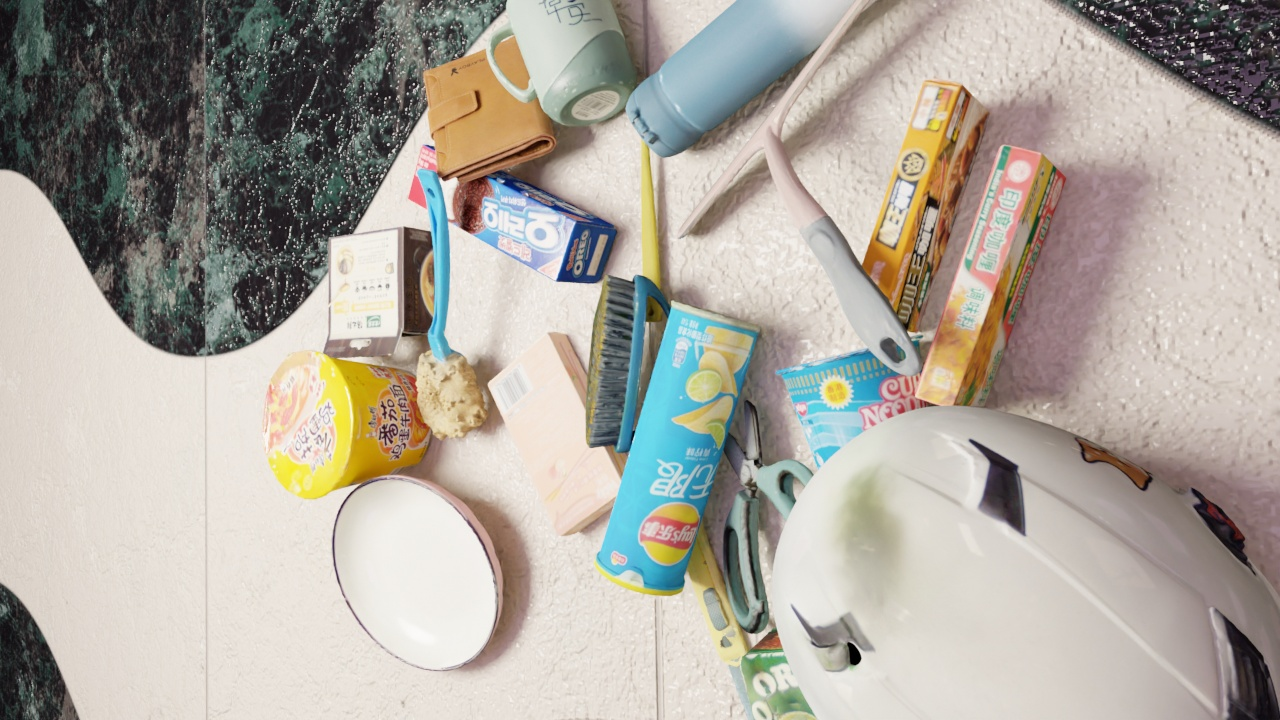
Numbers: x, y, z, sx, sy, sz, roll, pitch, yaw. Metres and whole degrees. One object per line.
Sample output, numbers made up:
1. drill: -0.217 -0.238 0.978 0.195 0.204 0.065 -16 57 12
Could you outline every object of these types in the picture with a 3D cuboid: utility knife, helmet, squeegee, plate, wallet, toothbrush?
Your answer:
1. utility knife: 0.062 0.191 0.709 0.031 0.022 0.212 -30 77 33
2. helmet: 0.177 0.134 0.449 0.230 0.156 0.274 -51 55 8
3. squeegee: 0.113 -0.090 0.585 0.248 0.040 0.249 -50 44 36
4. plate: -0.203 0.194 0.857 0.193 0.039 0.192 7 106 25
5. wallet: -0.134 -0.220 0.801 0.108 0.031 0.131 -18 58 8
6. toothbrush: 0.009 -0.126 0.750 0.016 0.016 0.190 -3 88 34

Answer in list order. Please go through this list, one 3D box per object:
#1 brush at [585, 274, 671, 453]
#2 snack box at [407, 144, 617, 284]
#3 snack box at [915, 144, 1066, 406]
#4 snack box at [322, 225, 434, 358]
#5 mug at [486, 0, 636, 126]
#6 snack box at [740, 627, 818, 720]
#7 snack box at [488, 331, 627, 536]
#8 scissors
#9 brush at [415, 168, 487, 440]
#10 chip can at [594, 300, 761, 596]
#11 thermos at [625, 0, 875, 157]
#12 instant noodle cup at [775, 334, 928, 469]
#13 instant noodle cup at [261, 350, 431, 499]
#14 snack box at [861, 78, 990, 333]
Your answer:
1. brush: -0.004 0.004 0.725 0.073 0.055 0.144 6 102 -6
2. snack box: -0.117 -0.132 0.812 0.207 0.057 0.058 30 109 31
3. snack box: 0.216 -0.047 0.565 0.027 0.077 0.156 22 102 32
4. snack box: -0.262 -0.065 0.913 0.113 0.053 0.125 -1 89 35
5. mug: -0.067 -0.251 0.752 0.111 0.082 0.106 -18 80 -3
6. snack box: 0.190 0.221 0.567 0.241 0.063 0.114 -14 88 29
7. snack box: -0.068 0.063 0.792 0.085 0.026 0.157 -38 69 28
8. scissors: 0.086 0.125 0.661 0.170 0.019 0.181 -126 41 -53
9. brush: -0.176 -0.042 0.817 0.083 0.045 0.255 21 119 44
10. chip can: 0.027 0.065 0.687 0.071 0.071 0.210 20 97 33
11. thermos: 0.082 -0.232 0.668 0.221 0.070 0.070 -34 71 29
12. instant noodle cup: 0.151 0.047 0.606 0.099 0.099 0.110 -17 87 33
13. instant noodle cup: -0.278 0.060 0.887 0.138 0.109 0.138 0 89 35
14. snack box: 0.180 -0.095 0.592 0.026 0.075 0.154 23 102 33
